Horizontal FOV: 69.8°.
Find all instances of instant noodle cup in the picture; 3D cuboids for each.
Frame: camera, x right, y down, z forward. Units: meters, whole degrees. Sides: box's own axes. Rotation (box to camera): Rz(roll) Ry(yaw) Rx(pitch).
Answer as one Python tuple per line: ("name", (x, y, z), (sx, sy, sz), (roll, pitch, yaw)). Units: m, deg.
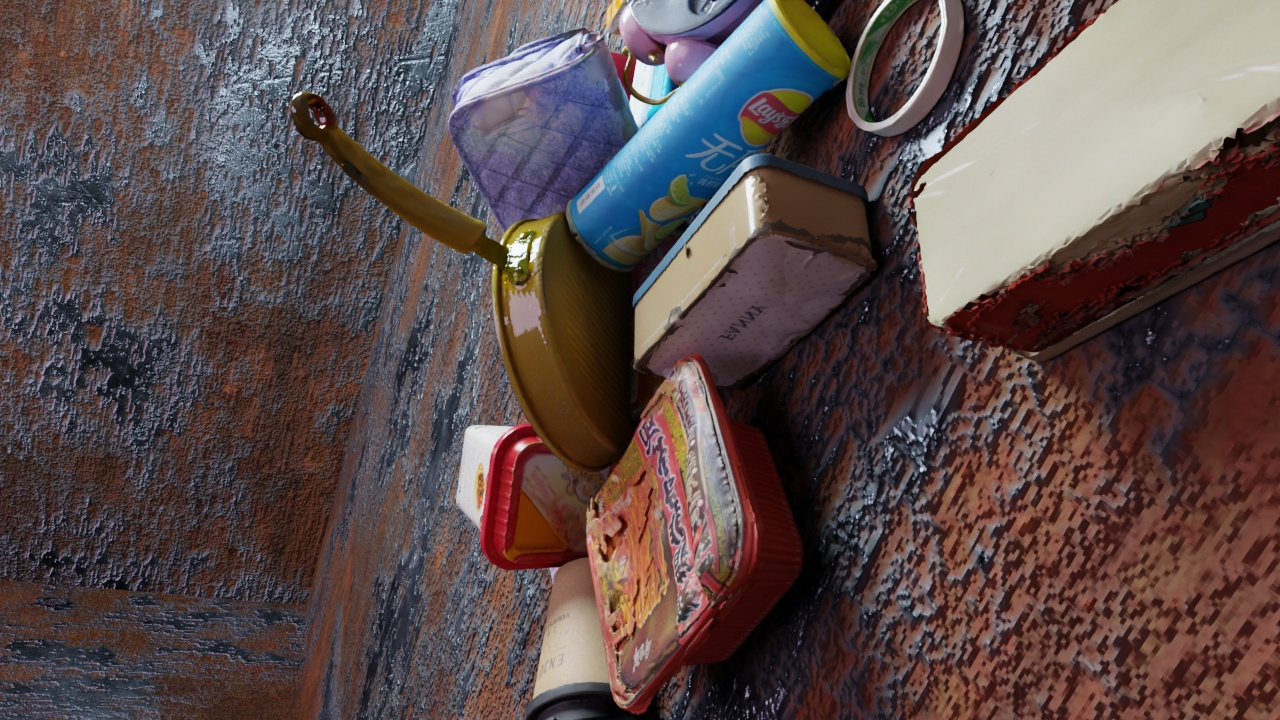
("instant noodle cup", (0.031, 0.112, 0.575), (0.164, 0.079, 0.189), (-103, 33, -46))
("instant noodle cup", (-0.092, 0.104, 0.768), (0.124, 0.116, 0.116), (13, 96, 57))

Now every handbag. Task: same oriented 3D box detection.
("handbag", (-0.061, -0.159, 0.740), (0.194, 0.134, 0.075), (65, -165, -45))

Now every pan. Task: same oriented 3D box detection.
("pan", (-0.093, -0.058, 0.643), (0.078, 0.357, 0.197), (-16, 47, 21))

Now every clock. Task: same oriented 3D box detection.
("clock", (0.042, -0.254, 0.652), (0.158, 0.059, 0.117), (-53, 52, 9))

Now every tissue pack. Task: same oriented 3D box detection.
("tissue pack", (0.038, -0.236, 0.749), (0.090, 0.063, 0.140), (166, 114, -68))

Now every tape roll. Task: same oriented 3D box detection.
("tape roll", (0.148, -0.170, 0.518), (0.086, 0.014, 0.086), (-169, 90, -68))

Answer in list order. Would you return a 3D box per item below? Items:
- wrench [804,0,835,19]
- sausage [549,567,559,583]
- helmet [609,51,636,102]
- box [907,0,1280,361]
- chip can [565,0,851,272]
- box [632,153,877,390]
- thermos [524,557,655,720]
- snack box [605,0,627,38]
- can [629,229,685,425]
("wrench", (0.153, -0.292, 0.561), (0.274, 0.016, 0.056), (125, 152, -44))
("sausage", (-0.076, 0.200, 0.866), (0.155, 0.020, 0.020), (-112, 40, -53))
("helmet", (-0.075, -0.202, 0.905), (0.240, 0.143, 0.206), (164, 114, -66))
("box", (0.170, -0.072, 0.335), (0.169, 0.076, 0.091), (135, 141, -54))
("chip can", (0.040, -0.148, 0.621), (0.211, 0.071, 0.071), (-40, 41, 34))
("box", (0.065, -0.049, 0.561), (0.185, 0.089, 0.059), (-47, 37, 49))
("thermos", (-0.038, 0.222, 0.683), (0.143, 0.093, 0.093), (-93, 26, -49))
("snack box", (0.033, -0.325, 0.787), (0.154, 0.075, 0.026), (143, 135, -59))
("can", (0.021, -0.023, 0.692), (0.058, 0.058, 0.147), (139, 138, -56))
